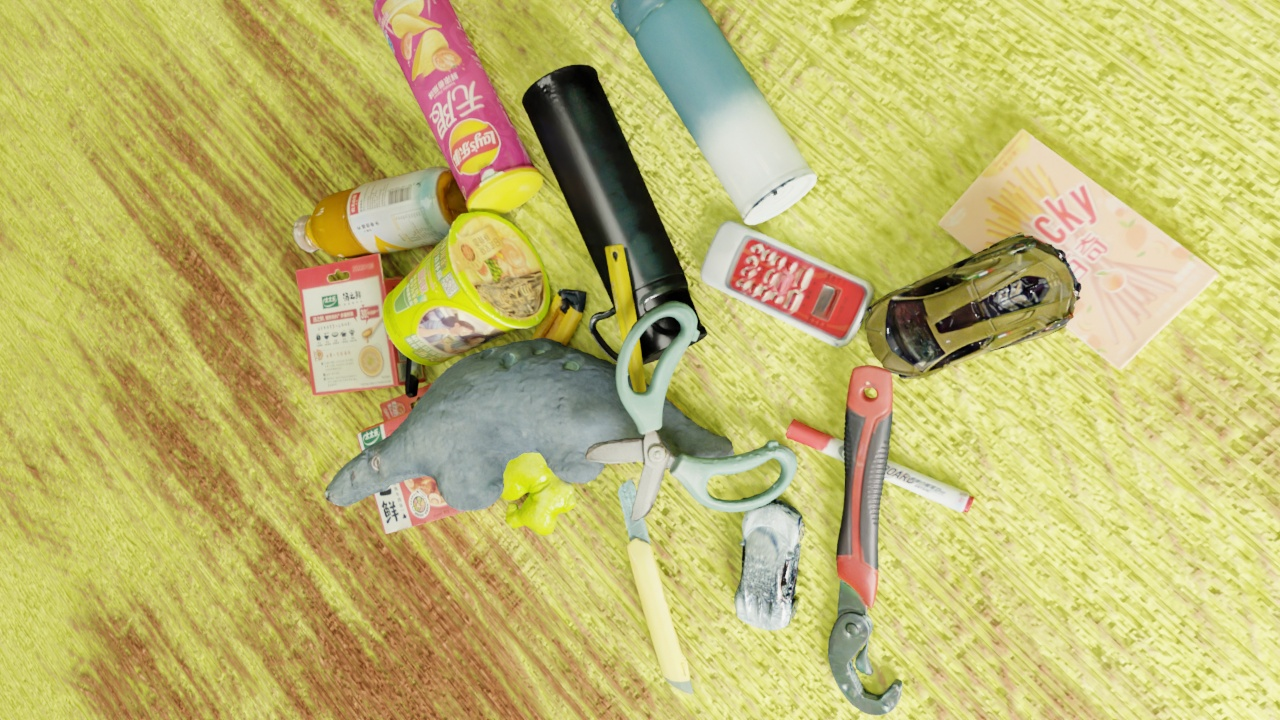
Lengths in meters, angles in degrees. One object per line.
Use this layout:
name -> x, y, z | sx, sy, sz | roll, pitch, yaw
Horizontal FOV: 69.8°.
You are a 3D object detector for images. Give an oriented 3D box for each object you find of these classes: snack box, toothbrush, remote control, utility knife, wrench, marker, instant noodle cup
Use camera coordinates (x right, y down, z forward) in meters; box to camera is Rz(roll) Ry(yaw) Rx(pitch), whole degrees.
snack box -> 0.291, -0.076, 0.622 | 0.157, 0.026, 0.085 | 44, 111, 17
snack box -> -0.209, 0.089, 0.870 | 0.113, 0.044, 0.127 | -20, 85, 31
toothbrush -> -0.004, 0.004, 0.713 | 0.016, 0.016, 0.190 | -10, 96, 4
remote control -> 0.112, -0.061, 0.717 | 0.136, 0.020, 0.056 | 29, 107, 22
utility knife -> -0.108, 0.023, 0.835 | 0.033, 0.015, 0.216 | 40, 111, 21
wrench -> 0.169, 0.138, 0.692 | 0.056, 0.016, 0.273 | 3, 101, 29
utility knife -> 0.010, 0.191, 0.759 | 0.031, 0.021, 0.204 | -5, 114, 30
marker -> -0.214, -0.026, 0.871 | 0.015, 0.018, 0.124 | 0, 82, 25
snack box -> -0.274, -0.034, 0.898 | 0.113, 0.044, 0.127 | -6, 92, 27
instant noodle cup -> -0.162, -0.055, 0.812 | 0.124, 0.111, 0.111 | -28, 81, 33
marker -> 0.179, 0.079, 0.695 | 0.145, 0.017, 0.017 | 23, 103, 24

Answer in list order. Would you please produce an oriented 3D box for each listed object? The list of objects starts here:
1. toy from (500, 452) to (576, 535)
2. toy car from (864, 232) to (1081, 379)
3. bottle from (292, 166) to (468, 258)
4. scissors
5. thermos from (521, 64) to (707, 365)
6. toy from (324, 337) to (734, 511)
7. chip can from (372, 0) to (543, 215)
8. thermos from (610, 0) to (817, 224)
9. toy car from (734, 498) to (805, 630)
toy -> -0.101, 0.104, 0.828 | 0.100, 0.031, 0.097 | 42, 101, 12
toy car -> 0.223, -0.032, 0.636 | 0.159, 0.042, 0.070 | -28, 88, 45
bottle -> -0.246, -0.134, 0.864 | 0.190, 0.067, 0.068 | -6, 91, 27
scissors -> 0.044, 0.041, 0.707 | 0.171, 0.019, 0.170 | 3, 95, -12
thermos -> -0.031, -0.114, 0.753 | 0.090, 0.068, 0.242 | -23, 83, 7
toy -> -0.105, 0.053, 0.776 | 0.356, 0.091, 0.137 | -10, 80, 8
chip can -> -0.163, -0.234, 0.814 | 0.072, 0.071, 0.210 | -32, 79, 25
thermos -> 0.054, -0.212, 0.710 | 0.070, 0.070, 0.220 | -34, 78, 24
toy car -> 0.102, 0.163, 0.732 | 0.049, 0.031, 0.105 | 7, 96, 25
